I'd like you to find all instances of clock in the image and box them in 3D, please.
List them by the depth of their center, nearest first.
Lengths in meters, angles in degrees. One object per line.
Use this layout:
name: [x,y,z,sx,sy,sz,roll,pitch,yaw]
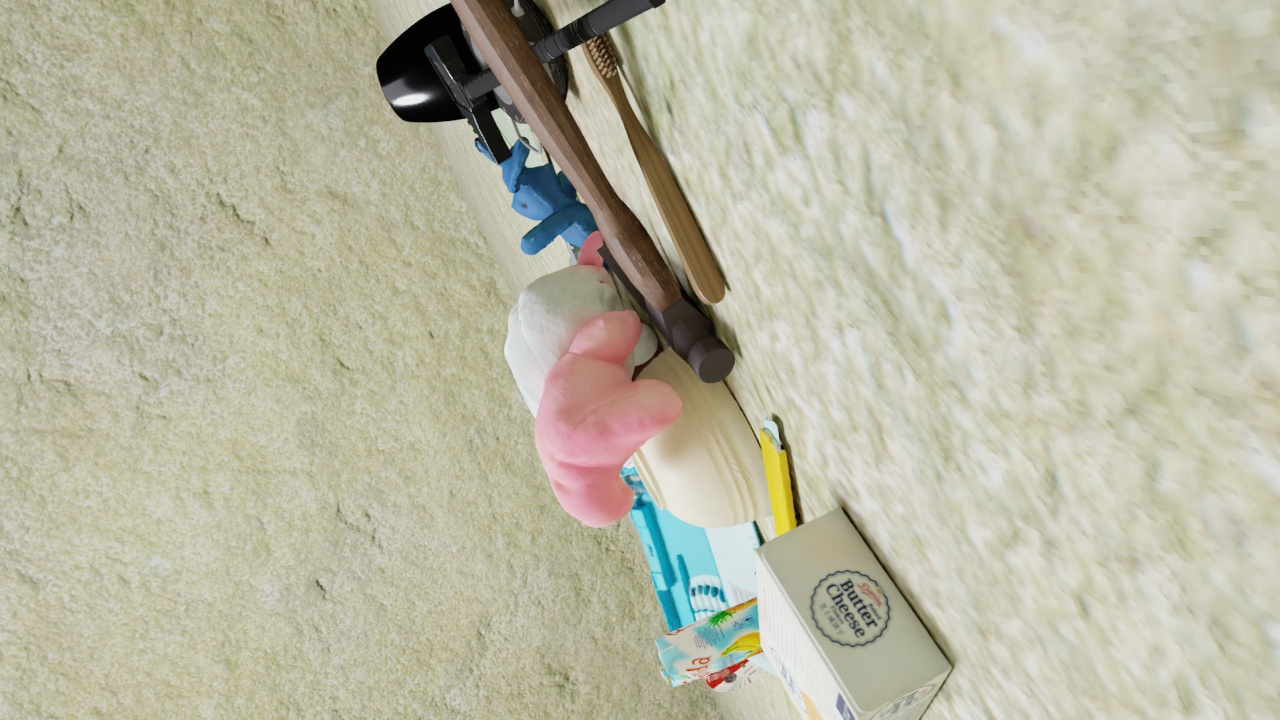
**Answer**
clock: [-0.082,-0.207,0.634,0.091,0.043,0.123,44,161,48]
clock: [-0.005,0.005,0.829,0.138,0.048,0.096,65,172,-25]

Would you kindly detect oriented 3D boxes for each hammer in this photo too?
hammer: [-0.033,-0.106,0.497,0.323,0.033,0.115,54,-179,-45]
hammer: [-0.060,-0.168,0.530,0.095,0.015,0.325,60,162,-20]

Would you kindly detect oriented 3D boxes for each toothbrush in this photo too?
toothbrush: [0.007,-0.107,0.505,0.167,0.016,0.016,64,165,-5]

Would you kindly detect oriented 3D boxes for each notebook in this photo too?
notebook: [-0.142,-0.266,0.955,0.252,0.010,0.182,55,169,45]

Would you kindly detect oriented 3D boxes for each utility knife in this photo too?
utility knife: [0.093,0.091,0.603,0.030,0.017,0.163,49,165,42]

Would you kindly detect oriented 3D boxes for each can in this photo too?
can: [0.093,0.317,1.086,0.116,0.086,0.087,55,169,48]

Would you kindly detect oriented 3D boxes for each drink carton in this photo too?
drink carton: [0.075,0.229,0.762,0.044,0.129,0.038,74,174,-55]

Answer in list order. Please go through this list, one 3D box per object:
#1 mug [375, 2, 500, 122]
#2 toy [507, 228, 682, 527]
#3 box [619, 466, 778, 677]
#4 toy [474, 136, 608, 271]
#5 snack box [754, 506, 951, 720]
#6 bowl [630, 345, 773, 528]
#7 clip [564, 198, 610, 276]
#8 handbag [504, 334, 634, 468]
mug: [-0.149,-0.237,0.731,0.118,0.100,0.085,-90,-21,-60]
toy: [-0.044,0.007,0.657,0.213,0.084,0.142,-109,35,-47]
box: [0.069,0.181,0.867,0.186,0.056,0.227,-3,108,51]
toy: [-0.072,-0.119,0.746,0.176,0.071,0.112,55,-175,-10]
snack box: [0.122,0.180,0.565,0.104,0.057,0.208,58,170,31]
bowl: [0.033,0.066,0.693,0.150,0.075,0.151,61,172,15]
clip: [-0.039,-0.073,0.873,0.107,0.028,0.163,56,170,32]
handbag: [-0.052,0.028,0.804,0.158,0.069,0.127,60,159,11]
